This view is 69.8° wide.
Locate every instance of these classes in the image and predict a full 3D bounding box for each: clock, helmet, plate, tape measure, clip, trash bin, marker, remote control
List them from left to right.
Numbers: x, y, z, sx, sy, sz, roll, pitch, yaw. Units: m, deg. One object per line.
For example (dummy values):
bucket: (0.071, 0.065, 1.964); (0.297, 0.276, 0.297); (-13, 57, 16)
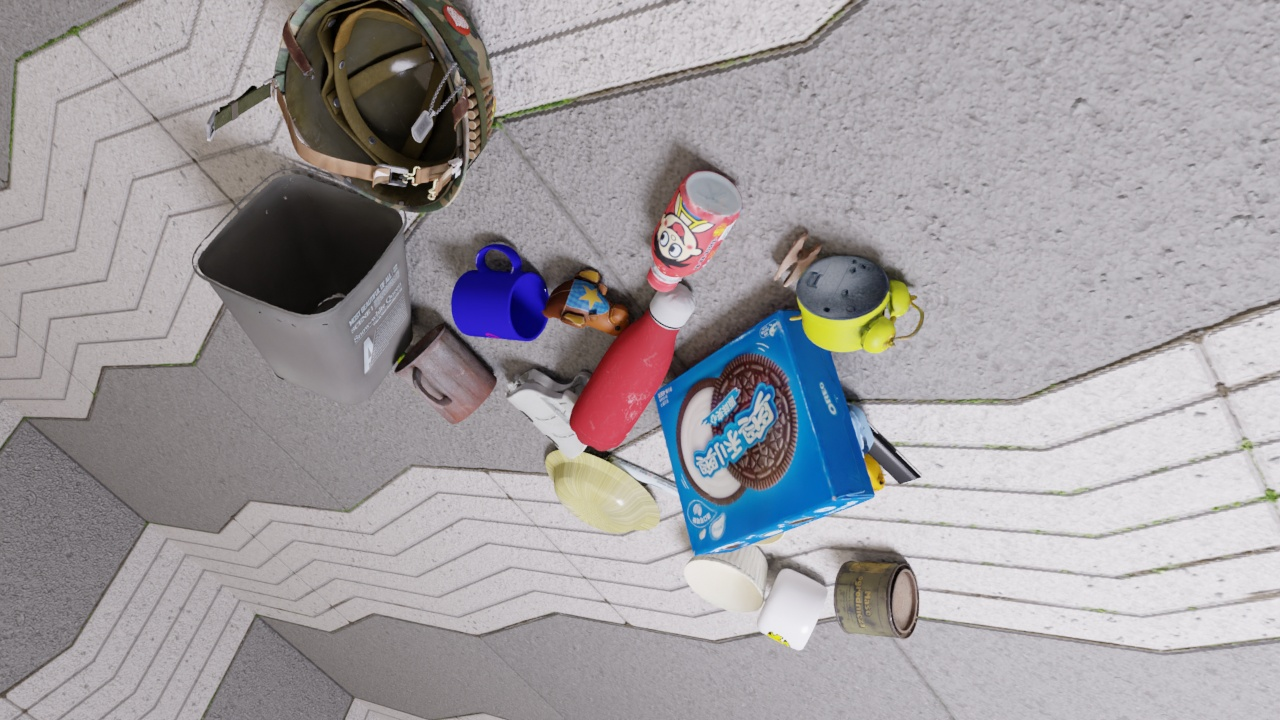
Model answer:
trash bin: (-0.392, -0.077, 1.135); (0.197, 0.196, 0.221); (21, 146, 12)
helmet: (-0.229, -0.228, 0.809); (0.193, 0.235, 0.225); (24, 152, 3)
clip: (-0.106, 0.069, 1.182); (0.125, 0.089, 0.151); (45, 150, -19)
plate: (-0.063, 0.199, 1.301); (0.184, 0.036, 0.185); (22, 146, 15)
marker: (0.021, 0.163, 1.237); (0.146, 0.017, 0.017); (23, 141, 14)
clip: (0.145, -0.097, 0.868); (0.061, 0.025, 0.049); (-10, 124, 39)
tape measure: (0.239, 0.126, 1.036); (0.068, 0.030, 0.059); (-11, 127, 41)
clock: (0.197, -0.048, 0.836); (0.119, 0.083, 0.057); (16, 144, 25)
remote control: (0.257, 0.094, 1.003); (0.124, 0.011, 0.028); (43, 141, -13)

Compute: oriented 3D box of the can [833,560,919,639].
can: (0.292, 0.294, 1.129); (0.075, 0.089, 0.090); (-6, 128, 39)

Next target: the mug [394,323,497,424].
mug: (-0.257, 0.026, 1.200); (0.110, 0.122, 0.096); (42, 116, -17)

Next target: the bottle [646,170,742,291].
bottle: (0.044, -0.117, 0.886); (0.062, 0.061, 0.138); (33, 141, 0)

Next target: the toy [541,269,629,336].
toy: (-0.063, -0.052, 1.040); (0.090, 0.070, 0.103); (27, 155, -23)

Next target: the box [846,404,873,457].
box: (0.152, 0.081, 1.019); (0.210, 0.052, 0.067); (-1, 128, 41)

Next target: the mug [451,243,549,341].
mug: (-0.164, -0.080, 1.064); (0.084, 0.079, 0.111); (6, 110, 30)

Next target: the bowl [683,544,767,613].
bowl: (0.124, 0.287, 1.260); (0.115, 0.062, 0.115); (19, 140, 17)

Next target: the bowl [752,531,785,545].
bowl: (0.131, 0.156, 1.106); (0.118, 0.073, 0.118); (19, 140, 17)

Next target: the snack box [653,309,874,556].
snack box: (0.117, 0.083, 0.960); (0.056, 0.195, 0.240); (0, 158, -35)

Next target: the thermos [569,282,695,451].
thermos: (-0.006, 0.006, 1.030); (0.073, 0.073, 0.241); (33, 130, 0)

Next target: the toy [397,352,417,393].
toy: (-0.305, 0.027, 1.301); (0.094, 0.036, 0.094); (33, 148, -3)

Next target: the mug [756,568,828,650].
mug: (0.203, 0.335, 1.239); (0.068, 0.094, 0.116); (25, 164, 12)
